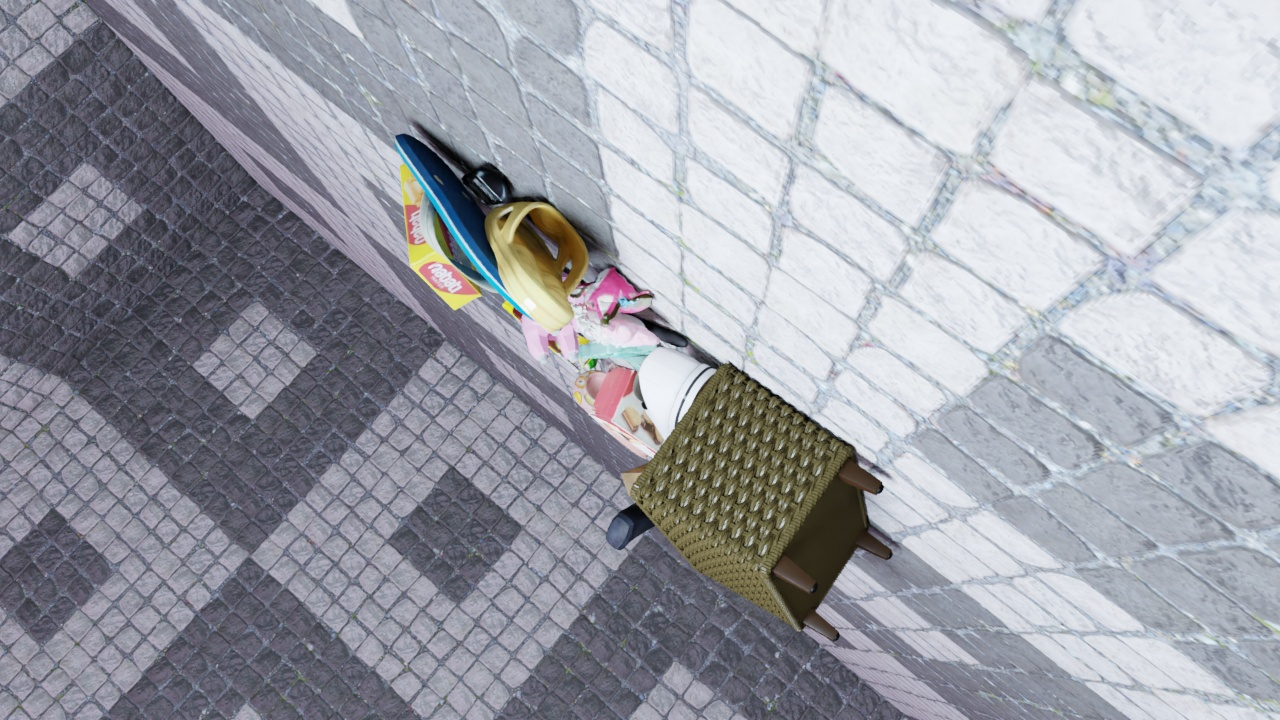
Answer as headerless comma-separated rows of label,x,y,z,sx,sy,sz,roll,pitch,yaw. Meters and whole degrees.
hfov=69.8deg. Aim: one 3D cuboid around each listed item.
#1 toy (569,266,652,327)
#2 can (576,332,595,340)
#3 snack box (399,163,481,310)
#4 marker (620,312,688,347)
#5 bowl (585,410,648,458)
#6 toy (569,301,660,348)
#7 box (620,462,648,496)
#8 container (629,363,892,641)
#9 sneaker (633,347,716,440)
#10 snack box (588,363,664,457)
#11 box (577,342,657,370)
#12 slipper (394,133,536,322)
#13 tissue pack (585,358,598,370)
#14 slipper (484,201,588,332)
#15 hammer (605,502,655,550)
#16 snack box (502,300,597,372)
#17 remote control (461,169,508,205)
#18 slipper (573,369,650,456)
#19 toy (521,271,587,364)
toy,-0.038,-0.075,0.988,0.102,0.065,0.050,30,132,53
can,-0.080,-0.055,1.222,0.044,0.044,0.107,46,168,-28
snack box,-0.248,-0.161,1.126,0.092,0.042,0.200,53,-166,-47
marker,0.015,-0.035,1.060,0.018,0.015,0.134,30,178,-38
bowl,-0.023,0.084,1.499,0.153,0.076,0.153,40,169,9
toy,-0.025,-0.032,1.013,0.095,0.041,0.109,13,-174,-31
box,0.103,0.198,1.495,0.252,0.118,0.248,18,172,-7
container,0.157,0.182,1.040,0.205,0.176,0.321,30,166,28
sneaker,0.037,0.049,1.092,0.097,0.091,0.245,31,170,16
snack box,0.028,0.090,1.234,0.044,0.076,0.273,16,165,34
box,-0.005,-0.002,1.199,0.138,0.055,0.187,14,175,-16
slipper,-0.202,-0.141,1.023,0.295,0.060,0.118,52,-170,22
tissue pack,-0.111,-0.036,1.435,0.114,0.034,0.100,36,167,11
slipper,-0.100,-0.113,0.959,0.099,0.078,0.263,45,-170,-26
hammer,0.054,0.167,1.132,0.035,0.140,0.311,36,-153,22
snack box,-0.126,-0.053,1.337,0.149,0.061,0.026,42,169,-8
remote control,-0.177,-0.198,1.047,0.045,0.021,0.140,47,172,-18
slipper,-0.006,0.066,1.387,0.197,0.093,0.082,32,136,4
toy,-0.118,-0.073,1.169,0.124,0.067,0.157,117,141,-47
